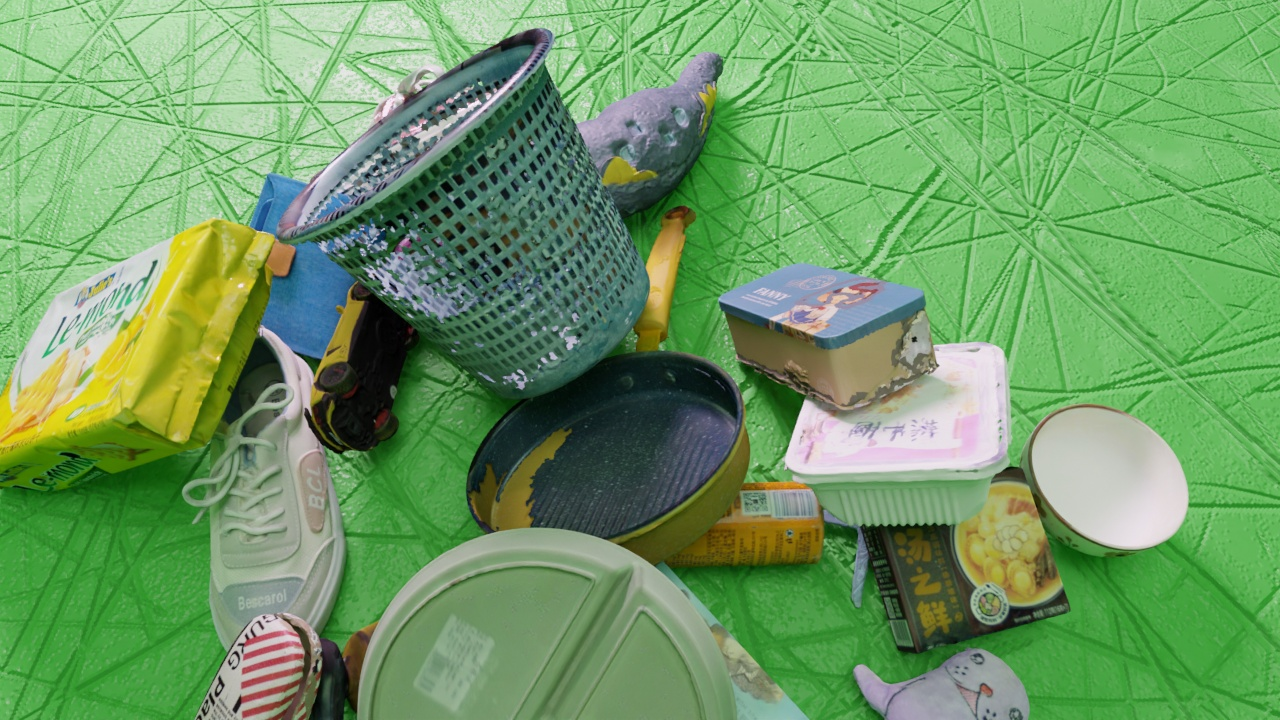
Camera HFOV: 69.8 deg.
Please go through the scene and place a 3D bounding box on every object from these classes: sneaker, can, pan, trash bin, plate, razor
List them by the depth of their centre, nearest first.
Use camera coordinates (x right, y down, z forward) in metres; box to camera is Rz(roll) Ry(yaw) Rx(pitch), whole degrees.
[{"bbox_3d":[-0.059,0.213,0.531,0.230,0.027,0.230,0,91,7],"label":"plate"},{"bbox_3d":[-0.146,0.179,0.598,0.167,0.068,0.062,-24,46,-24],"label":"razor"},{"bbox_3d":[-0.257,0.083,0.629,0.089,0.091,0.242,-10,61,-8],"label":"sneaker"},{"bbox_3d":[0.053,0.115,0.644,0.146,0.058,0.058,-1,59,-1],"label":"can"},{"bbox_3d":[-0.103,-0.087,0.654,0.227,0.195,0.226,-27,29,17],"label":"trash bin"},{"bbox_3d":[-0.004,0.004,0.677,0.198,0.078,0.356,-5,36,24],"label":"pan"},{"bbox_3d":[-0.186,-0.203,0.799,0.240,0.118,0.088,-31,86,-14],"label":"sneaker"}]

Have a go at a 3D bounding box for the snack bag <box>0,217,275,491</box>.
[{"bbox_3d":[-0.354,0.007,0.629,0.247,0.068,0.157,-14,52,32],"label":"snack bag"}]

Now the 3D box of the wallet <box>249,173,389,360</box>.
[{"bbox_3d":[-0.265,-0.073,0.725,0.106,0.040,0.133,17,85,3],"label":"wallet"}]

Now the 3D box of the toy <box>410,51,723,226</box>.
[{"bbox_3d":[-0.037,-0.178,0.800,0.355,0.091,0.138,-30,53,-22],"label":"toy"}]

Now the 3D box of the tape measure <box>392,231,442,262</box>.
[{"bbox_3d":[-0.177,-0.075,0.758,0.057,0.039,0.057,30,67,10],"label":"tape measure"}]

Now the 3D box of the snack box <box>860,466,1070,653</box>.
[{"bbox_3d":[0.219,0.129,0.644,0.113,0.053,0.125,-13,76,-7],"label":"snack box"}]

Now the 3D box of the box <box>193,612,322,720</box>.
[{"bbox_3d":[-0.233,0.229,0.542,0.072,0.060,0.164,25,89,54],"label":"box"}]

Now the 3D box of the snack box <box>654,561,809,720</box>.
[{"bbox_3d":[0.042,0.220,0.589,0.074,0.052,0.175,-37,68,-23],"label":"snack box"}]

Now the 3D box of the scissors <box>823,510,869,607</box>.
[{"bbox_3d":[0.173,0.119,0.680,0.133,0.017,0.133,13,64,4],"label":"scissors"}]

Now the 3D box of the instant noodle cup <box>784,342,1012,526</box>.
[{"bbox_3d":[0.183,0.053,0.632,0.138,0.060,0.173,-5,26,23],"label":"instant noodle cup"}]

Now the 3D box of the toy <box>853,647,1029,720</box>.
[{"bbox_3d":[0.202,0.226,0.603,0.108,0.039,0.083,-16,57,-11],"label":"toy"}]

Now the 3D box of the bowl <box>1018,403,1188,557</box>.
[{"bbox_3d":[0.330,0.094,0.676,0.113,0.062,0.113,1,61,-3],"label":"bowl"}]

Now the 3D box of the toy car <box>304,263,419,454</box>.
[{"bbox_3d":[-0.204,-0.002,0.684,0.041,0.071,0.155,-8,49,16],"label":"toy car"}]

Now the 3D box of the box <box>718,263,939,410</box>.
[{"bbox_3d":[0.132,-0.024,0.688,0.089,0.062,0.184,-25,23,-18],"label":"box"}]
